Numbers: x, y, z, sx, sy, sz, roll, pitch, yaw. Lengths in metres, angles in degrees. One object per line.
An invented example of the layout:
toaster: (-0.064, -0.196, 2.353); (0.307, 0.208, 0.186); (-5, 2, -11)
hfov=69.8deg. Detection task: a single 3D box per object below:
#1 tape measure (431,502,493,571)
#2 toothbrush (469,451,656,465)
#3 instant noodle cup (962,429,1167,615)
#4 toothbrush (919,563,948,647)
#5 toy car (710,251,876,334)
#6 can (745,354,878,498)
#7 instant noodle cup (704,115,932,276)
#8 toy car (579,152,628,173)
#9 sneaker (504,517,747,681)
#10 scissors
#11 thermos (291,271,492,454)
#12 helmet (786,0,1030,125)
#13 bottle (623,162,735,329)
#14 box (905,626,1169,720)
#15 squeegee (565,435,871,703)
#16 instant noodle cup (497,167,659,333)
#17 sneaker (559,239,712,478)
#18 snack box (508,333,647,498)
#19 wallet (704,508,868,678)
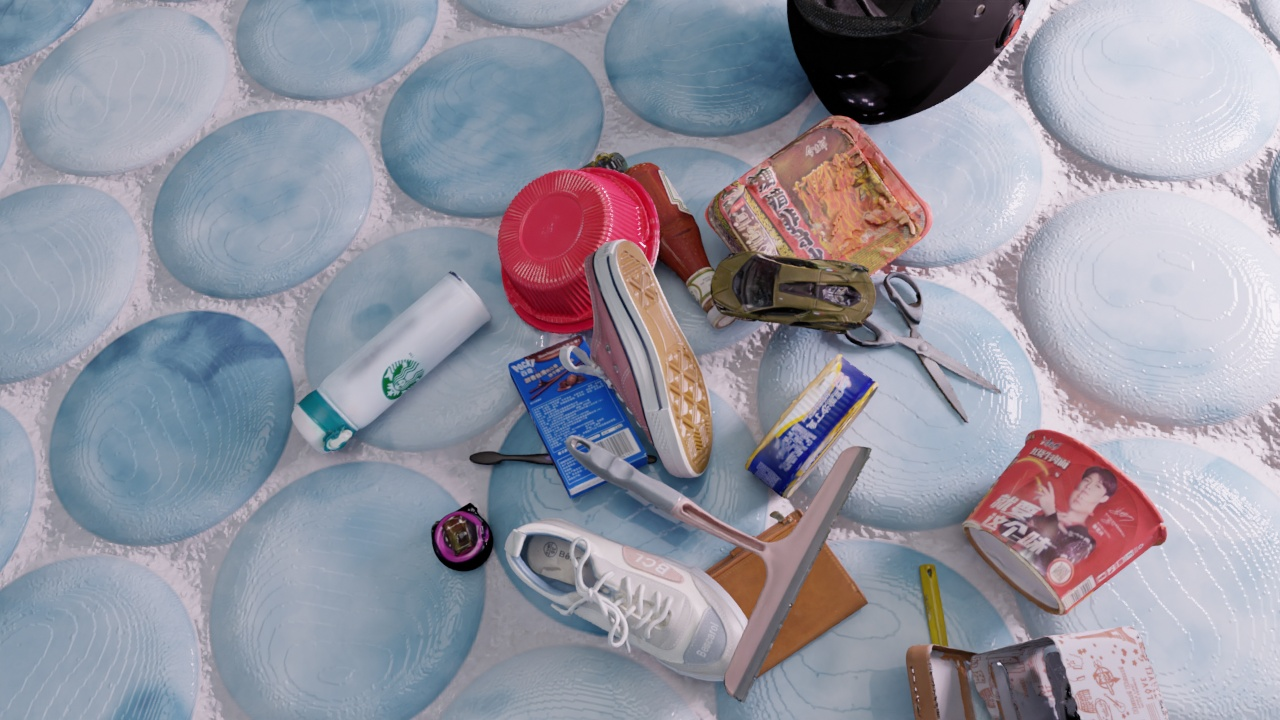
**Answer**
tape measure: (-0.171, 0.172, 0.882); (0.057, 0.039, 0.058); (-28, 66, -7)
toothbrush: (-0.078, 0.100, 0.922); (0.189, 0.017, 0.014); (0, 70, 3)
instant noodle cup: (0.357, 0.144, 0.793); (0.108, 0.138, 0.138); (-42, 69, -6)
toothbrush: (0.268, 0.273, 0.804); (0.016, 0.017, 0.189); (-4, 66, 3)
toy car: (0.145, -0.067, 0.885); (0.158, 0.042, 0.070); (6, 85, 11)
can: (0.165, 0.063, 0.877); (0.049, 0.075, 0.148); (39, 75, 17)
instant noodle cup: (0.182, -0.142, 0.948); (0.189, 0.079, 0.164); (-35, 77, 1)
toy car: (-0.054, -0.198, 1.036); (0.091, 0.036, 0.043); (-28, 63, 3)
sneaker: (-0.013, 0.205, 0.811); (0.242, 0.090, 0.089); (23, 84, 19)
scissors: (0.282, -0.017, 0.934); (0.159, 0.014, 0.175); (1, 68, 6)
thermos: (-0.258, 0.005, 0.950); (0.224, 0.073, 0.073); (-43, 69, -12)
helmet: (0.286, -0.387, 0.982); (0.274, 0.231, 0.233); (-28, 59, -16)
bottle: (0.041, -0.122, 0.982); (0.059, 0.060, 0.206); (-27, 67, -7)
box: (0.289, 0.308, 0.711); (0.181, 0.154, 0.182); (0, 64, -16)
squeegee: (0.040, 0.130, 0.820); (0.250, 0.040, 0.247); (26, 68, 18)
instant noodle cup: (-0.080, -0.128, 0.963); (0.194, 0.066, 0.193); (-8, 71, 23)
sneaker: (-0.005, 0.005, 0.894); (0.088, 0.118, 0.241); (-19, 96, 33)
snack box: (-0.065, 0.053, 0.923); (0.084, 0.026, 0.157); (-24, 63, -12)
wallet: (0.119, 0.206, 0.837); (0.130, 0.035, 0.119); (-33, 63, -2)
